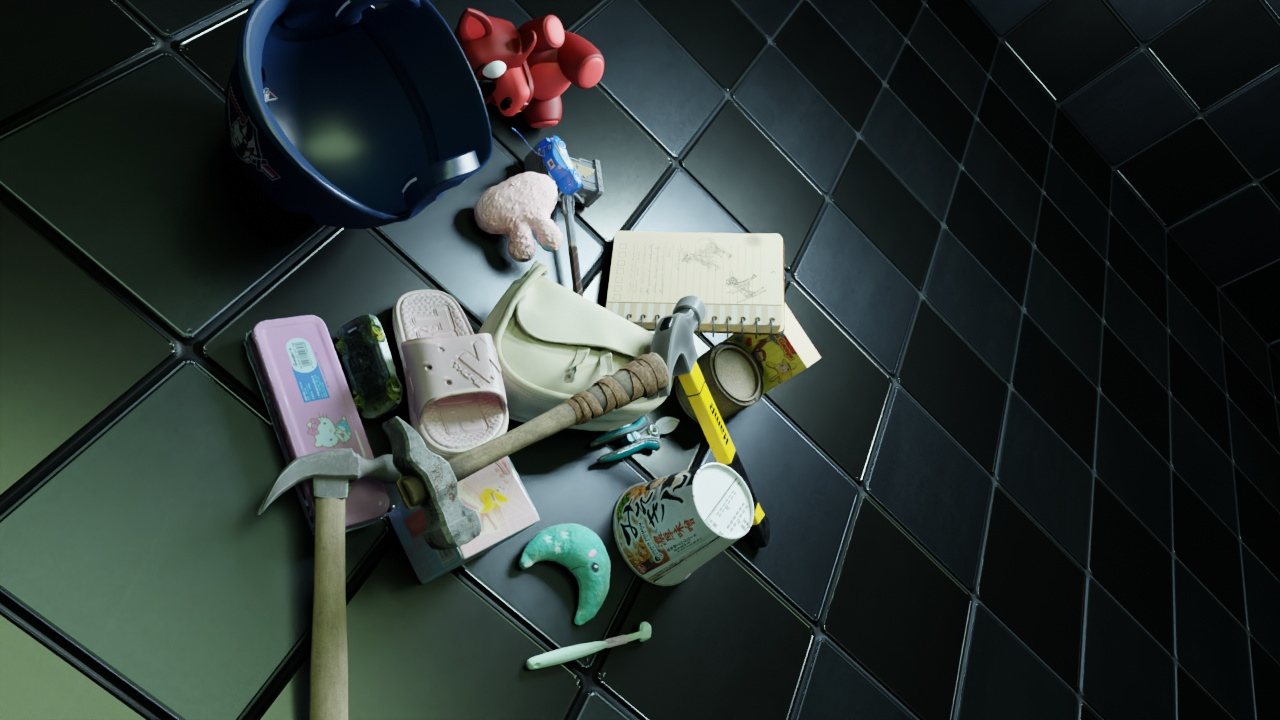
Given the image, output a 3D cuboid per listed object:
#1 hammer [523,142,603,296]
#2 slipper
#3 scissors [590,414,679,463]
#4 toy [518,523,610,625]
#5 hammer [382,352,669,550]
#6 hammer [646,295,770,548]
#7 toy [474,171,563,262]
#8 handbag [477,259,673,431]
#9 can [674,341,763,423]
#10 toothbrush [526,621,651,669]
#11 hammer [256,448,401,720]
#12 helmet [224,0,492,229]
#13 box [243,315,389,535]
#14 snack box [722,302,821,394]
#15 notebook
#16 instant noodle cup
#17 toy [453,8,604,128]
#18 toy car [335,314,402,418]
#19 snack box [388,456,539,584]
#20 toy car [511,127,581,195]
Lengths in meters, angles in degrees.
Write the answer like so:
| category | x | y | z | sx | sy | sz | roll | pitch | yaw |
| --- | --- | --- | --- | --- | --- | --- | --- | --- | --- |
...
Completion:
| category | x | y | z | sx | sy | sz | roll | pitch | yaw |
| --- | --- | --- | --- | --- | --- | --- | --- | --- | --- |
| hammer | -0.082 | -0.119 | 1.148 | 0.098 | 0.044 | 0.321 | 9 | 62 | -36 |
| slipper | -0.190 | -0.002 | 0.910 | 0.094 | 0.065 | 0.239 | -5 | 45 | -25 |
| scissors | 0.000 | 0.097 | 1.098 | 0.136 | 0.019 | 0.137 | 28 | 49 | -27 |
| toy | -0.070 | 0.215 | 0.961 | 0.105 | 0.033 | 0.084 | 48 | 55 | -8 |
| hammer | -0.089 | 0.059 | 0.863 | 0.317 | 0.049 | 0.121 | -25 | 92 | -40 |
| hammer | 0.090 | 0.093 | 1.084 | 0.325 | 0.034 | 0.169 | 65 | 30 | -23 |
| toy | -0.141 | -0.172 | 1.107 | 0.108 | 0.053 | 0.105 | -24 | 83 | -19 |
| handbag | -0.057 | -0.014 | 1.020 | 0.229 | 0.132 | 0.183 | 27 | 57 | -24 |
| can | 0.102 | 0.030 | 1.182 | 0.089 | 0.075 | 0.089 | 20 | 54 | -30 |
| toothbrush | -0.050 | 0.293 | 0.939 | 0.154 | 0.015 | 0.022 | -2 | 97 | -40 |
| hammer | -0.261 | 0.237 | 0.770 | 0.119 | 0.031 | 0.330 | 6 | 71 | -32 |
| helmet | -0.300 | -0.239 | 0.899 | 0.271 | 0.223 | 0.232 | -32 | 103 | -75 |
| box | -0.303 | 0.059 | 0.859 | 0.076 | 0.034 | 0.214 | -13 | 74 | -42 |
| snack box | 0.161 | -0.007 | 1.217 | 0.040 | 0.126 | 0.088 | -30 | 85 | -46 |
| notebook | 0.071 | -0.100 | 1.176 | 0.225 | 0.024 | 0.167 | 2 | 55 | 6 |
| instant noodle cup | 0.054 | 0.175 | 1.021 | 0.123 | 0.122 | 0.123 | 20 | 53 | -30 |
| toy | -0.162 | -0.365 | 1.144 | 0.196 | 0.159 | 0.120 | -5 | 74 | -40 |
| toy car | -0.267 | 0.007 | 0.913 | 0.105 | 0.048 | 0.033 | 68 | 15 | 16 |
| snack box | -0.168 | 0.148 | 0.873 | 0.094 | 0.093 | 0.079 | -21 | 79 | -44 |
| toy car | -0.117 | -0.246 | 1.127 | 0.061 | 0.033 | 0.092 | -21 | 84 | -50 |
